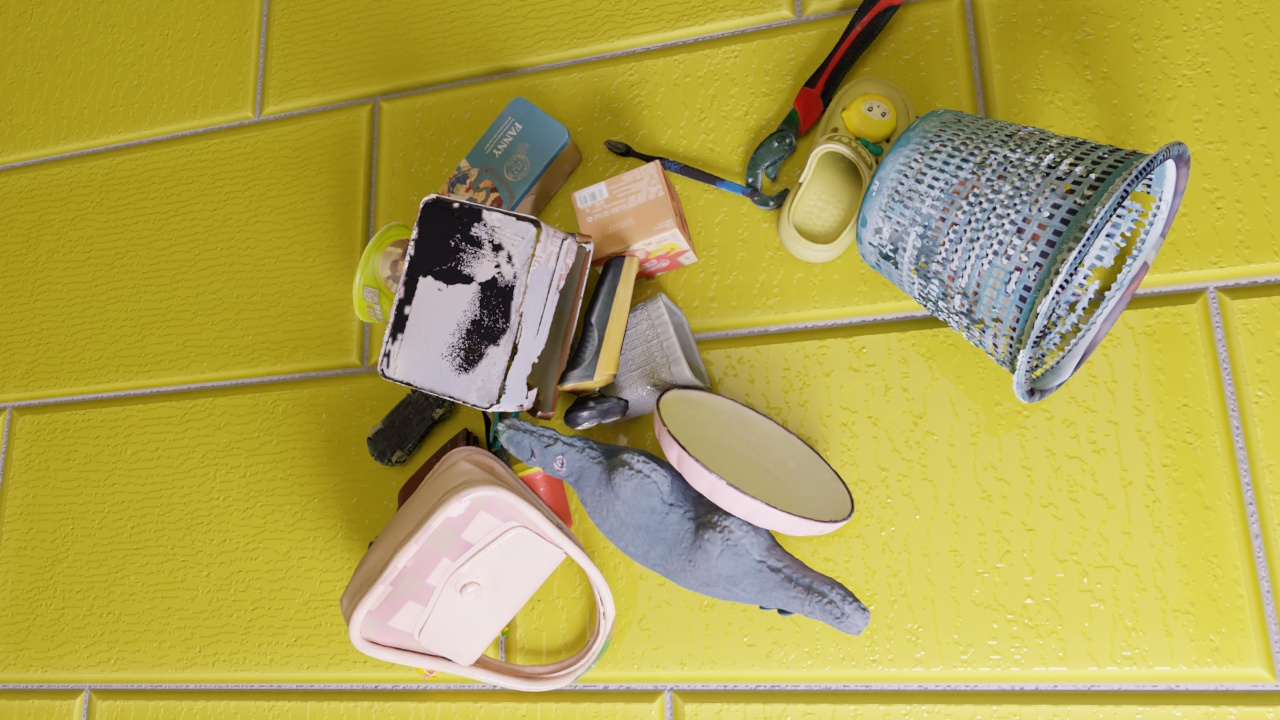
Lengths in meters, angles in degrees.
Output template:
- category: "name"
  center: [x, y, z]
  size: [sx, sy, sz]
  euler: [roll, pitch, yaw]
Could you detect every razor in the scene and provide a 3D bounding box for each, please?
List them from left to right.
- category: "razor"
  center: [-0.030, -0.017, 0.829]
  size: [0.067, 0.062, 0.167]
  euler: [15, 79, -7]

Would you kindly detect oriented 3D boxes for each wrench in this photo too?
- category: "wrench"
  center: [0.186, -0.274, 0.920]
  size: [0.056, 0.016, 0.273]
  euler: [33, 94, 19]

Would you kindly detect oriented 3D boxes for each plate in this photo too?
- category: "plate"
  center: [0.091, 0.092, 0.792]
  size: [0.192, 0.192, 0.039]
  euler: [35, 110, 20]

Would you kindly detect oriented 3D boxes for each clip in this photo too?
- category: "clip"
  center: [-0.142, 0.068, 0.948]
  size: [0.040, 0.014, 0.056]
  euler: [13, 82, 19]

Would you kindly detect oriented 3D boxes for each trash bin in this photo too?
- category: "trash bin"
  center: [0.302, -0.109, 0.771]
  size: [0.195, 0.226, 0.226]
  euler: [36, 89, 33]

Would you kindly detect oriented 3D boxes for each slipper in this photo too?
- category: "slipper"
  center: [0.199, -0.182, 0.868]
  size: [0.091, 0.081, 0.190]
  euler: [28, 91, 2]

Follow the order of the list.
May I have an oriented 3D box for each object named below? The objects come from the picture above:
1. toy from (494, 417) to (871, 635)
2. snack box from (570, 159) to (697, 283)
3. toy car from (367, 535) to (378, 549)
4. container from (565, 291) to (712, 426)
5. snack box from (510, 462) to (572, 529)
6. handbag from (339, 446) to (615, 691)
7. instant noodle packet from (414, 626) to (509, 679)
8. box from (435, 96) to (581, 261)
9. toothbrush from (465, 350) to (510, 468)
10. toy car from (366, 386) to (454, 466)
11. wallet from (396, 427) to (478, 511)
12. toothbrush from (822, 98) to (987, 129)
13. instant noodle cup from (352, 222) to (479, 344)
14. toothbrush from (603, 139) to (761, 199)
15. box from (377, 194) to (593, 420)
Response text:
- category: "toy"
  center: [0.031, 0.144, 0.812]
  size: [0.356, 0.138, 0.091]
  euler: [27, 76, 14]
- category: "snack box"
  center: [-0.004, -0.132, 0.912]
  size: [0.093, 0.094, 0.077]
  euler: [-19, 73, 11]
- category: "toy car"
  center: [-0.232, 0.193, 0.934]
  size: [0.090, 0.034, 0.043]
  euler: [-16, 72, 5]
- category: "container"
  center: [-0.005, 0.005, 0.885]
  size: [0.114, 0.090, 0.090]
  euler: [-24, 71, 13]
- category: "snack box"
  center: [-0.115, 0.141, 0.893]
  size: [0.091, 0.082, 0.080]
  euler: [-20, 86, 11]
- category: "handbag"
  center: [-0.128, 0.211, 0.831]
  size: [0.234, 0.093, 0.193]
  euler: [39, 97, -20]
- category: "instant noodle packet"
  center: [-0.205, 0.242, 0.895]
  size: [0.111, 0.044, 0.128]
  euler: [-32, 94, 10]
- category: "box"
  center: [-0.142, -0.194, 0.985]
  size: [0.090, 0.061, 0.184]
  euler: [36, 91, 20]
- category: "toothbrush"
  center: [-0.156, 0.047, 0.917]
  size: [0.016, 0.014, 0.189]
  euler: [-21, 44, -5]
- category: "toy car"
  center: [-0.242, 0.067, 0.967]
  size: [0.105, 0.031, 0.049]
  euler: [-45, 69, 1]
- category: "wallet"
  center: [-0.199, 0.121, 0.901]
  size: [0.032, 0.124, 0.101]
  euler: [42, 93, -16]
- category: "toothbrush"
  center: [0.250, -0.243, 0.907]
  size: [0.181, 0.018, 0.015]
  euler: [15, 88, 21]
- category: "instant noodle cup"
  center: [-0.216, -0.072, 0.958]
  size: [0.123, 0.111, 0.111]
  euler: [22, 84, 12]
- category: "toothbrush"
  center: [0.040, -0.199, 0.951]
  size: [0.190, 0.016, 0.014]
  euler: [25, 91, 24]
- category: "box"
  center: [-0.119, -0.047, 0.873]
  size: [0.153, 0.177, 0.182]
  euler: [16, 91, 19]
